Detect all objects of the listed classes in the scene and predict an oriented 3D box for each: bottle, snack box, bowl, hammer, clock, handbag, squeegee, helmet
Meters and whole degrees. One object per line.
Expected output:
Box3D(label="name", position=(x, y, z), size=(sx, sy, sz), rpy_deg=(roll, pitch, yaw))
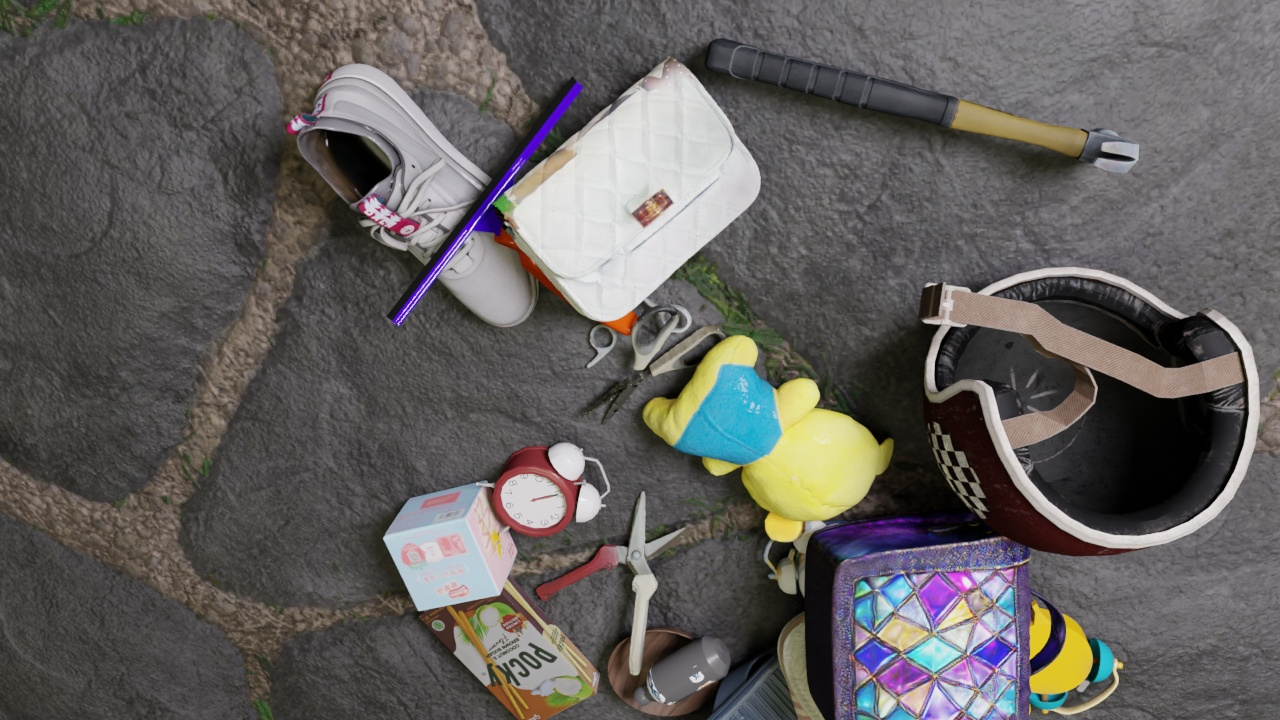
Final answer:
Box3D(label="bottle", position=(0.041, 0.326, 0.952), size=(0.113, 0.046, 0.047), rpy_deg=(-37, 105, 20))
Box3D(label="snack box", position=(-0.191, 0.188, 0.937), size=(0.093, 0.079, 0.095), rpy_deg=(-15, 109, 13))
Box3D(label="bowl", position=(0.025, 0.331, 1.000), size=(0.119, 0.032, 0.119), rpy_deg=(3, 114, 6))
Box3D(label="hammer", position=(0.213, -0.197, 0.706), size=(0.333, 0.117, 0.025), rpy_deg=(16, 113, 6))
Box3D(label="clock", position=(0.185, 0.204, 0.915), size=(0.125, 0.051, 0.089), rpy_deg=(19, 116, 2))
Box3D(label="clock", position=(0.422, 0.307, 0.937), size=(0.129, 0.043, 0.099), rpy_deg=(44, 112, -5))
Box3D(label="handbag", position=(-0.004, -0.131, 0.734), size=(0.194, 0.072, 0.139), rpy_deg=(-43, 105, -7))
Box3D(label="squeegee", position=(-0.071, -0.083, 0.791), size=(0.184, 0.055, 0.249), rpy_deg=(40, 80, -26))
Box3D(label="clock", position=(-0.093, 0.129, 0.917), size=(0.125, 0.044, 0.087), rpy_deg=(-15, 112, 14))
Box3D(label="handbag", position=(0.266, 0.244, 0.819), size=(0.222, 0.125, 0.205), rpy_deg=(-1, 92, -3))
Box3D(label="snack box", position=(-0.143, 0.316, 1.014), size=(0.101, 0.031, 0.186), rpy_deg=(-33, 106, 19))
Box3D(label="helmet", position=(0.329, 0.034, 0.707), size=(0.233, 0.253, 0.234), rpy_deg=(-16, 89, 0))

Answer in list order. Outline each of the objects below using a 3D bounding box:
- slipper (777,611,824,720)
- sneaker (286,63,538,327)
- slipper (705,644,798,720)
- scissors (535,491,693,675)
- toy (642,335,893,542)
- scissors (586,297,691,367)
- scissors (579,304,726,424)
Box3D(label="slipper", position=(0.218, 0.354, 0.925), size=(0.115, 0.052, 0.263), rpy_deg=(-32, 104, -3))
Box3D(label="sneaker", position=(-0.184, -0.122, 0.770), size=(0.097, 0.128, 0.263), rpy_deg=(-31, 111, 22))
Box3D(label="slipper", position=(0.117, 0.369, 0.974), size=(0.263, 0.082, 0.101), rpy_deg=(-38, 107, -5))
Box3D(label="scissors", position=(-0.018, 0.238, 0.955), size=(0.200, 0.015, 0.179), rpy_deg=(-23, 89, 23))
Box3D(label="toy", position=(0.120, 0.079, 0.848), size=(0.214, 0.083, 0.149), rpy_deg=(37, 122, -11))
Box3D(label="scissors", position=(-0.021, -0.064, 0.838), size=(0.141, 0.014, 0.165), rpy_deg=(42, 116, -5))
Box3D(label="scissors", position=(0.012, 0.008, 0.855), size=(0.153, 0.012, 0.164), rpy_deg=(-7, 138, -10))
